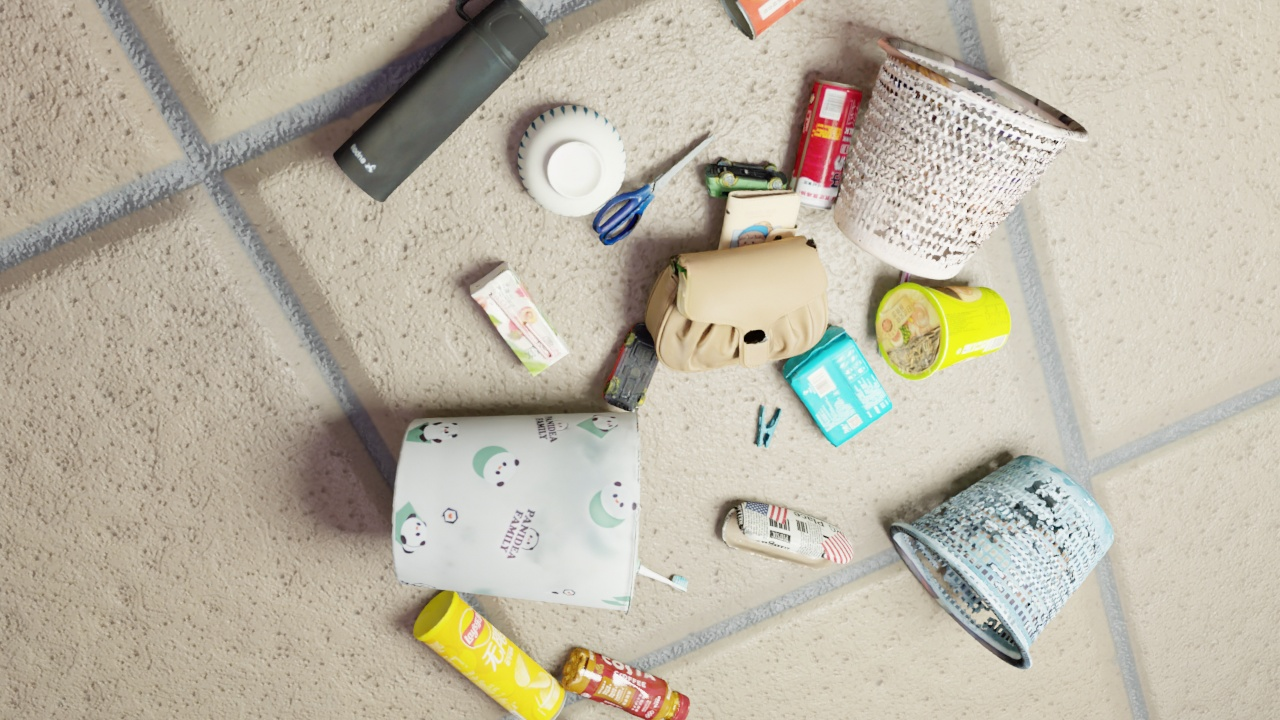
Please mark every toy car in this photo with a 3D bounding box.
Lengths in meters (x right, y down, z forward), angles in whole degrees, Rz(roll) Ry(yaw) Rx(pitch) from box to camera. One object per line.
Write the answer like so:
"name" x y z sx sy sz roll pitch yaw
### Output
"toy car" 0.116 -0.197 1.009 0.091 0.043 0.036 3 125 -1
"toy car" -0.006 0.006 1.074 0.049 0.031 0.106 21 93 -19

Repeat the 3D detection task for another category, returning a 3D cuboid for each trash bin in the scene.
"trash bin" 0.310 -0.201 0.960 0.227 0.227 0.193 16 120 -14
"trash bin" 0.463 0.233 1.147 0.195 0.226 0.226 -39 111 -7
"trash bin" -0.132 0.161 1.022 0.252 0.229 0.230 3 110 -3

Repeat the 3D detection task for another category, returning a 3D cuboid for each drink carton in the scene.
"drink carton" -0.135 -0.045 1.029 0.053 0.045 0.122 -33 112 3

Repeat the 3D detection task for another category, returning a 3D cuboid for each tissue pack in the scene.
"tissue pack" 0.239 0.034 1.110 0.093 0.050 0.133 -35 112 4

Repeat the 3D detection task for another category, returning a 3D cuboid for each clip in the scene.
"clip" 0.156 0.083 1.137 0.039 0.014 0.056 10 107 -11

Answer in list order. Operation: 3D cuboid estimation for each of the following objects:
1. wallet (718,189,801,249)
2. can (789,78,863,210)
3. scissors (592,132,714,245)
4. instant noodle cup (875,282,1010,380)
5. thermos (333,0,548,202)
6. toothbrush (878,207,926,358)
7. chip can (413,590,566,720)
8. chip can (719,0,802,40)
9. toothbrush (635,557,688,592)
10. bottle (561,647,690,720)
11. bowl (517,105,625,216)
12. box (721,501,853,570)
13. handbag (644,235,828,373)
"wallet" 0.131 -0.141 1.023 0.087 0.024 0.115 -2 136 -9
"can" 0.201 -0.235 1.001 0.053 0.053 0.133 7 109 -11
"scissors" 0.020 -0.186 1.012 0.174 0.012 0.108 -29 151 -23
"instant noodle cup" 0.357 -0.041 1.066 0.123 0.112 0.112 -9 113 -27
"thermos" -0.207 -0.275 0.929 0.243 0.068 0.090 -43 78 6
"toothbrush" 0.317 -0.090 1.094 0.017 0.016 0.188 5 109 -21
"chip can" -0.189 0.383 1.167 0.072 0.072 0.213 -40 110 7
"chip can" 0.180 -0.416 0.921 0.217 0.073 0.073 -38 111 6
"toothbrush" -0.034 0.250 1.164 0.224 0.027 0.027 28 63 -17
"bottle" -0.017 0.437 1.221 0.175 0.057 0.057 27 104 -17
"bowl" -0.070 -0.206 0.967 0.116 0.066 0.116 -3 111 -7
"box" 0.189 0.225 1.156 0.162 0.088 0.076 19 89 -12
"handbag" 0.112 -0.057 1.015 0.204 0.099 0.148 -10 133 -10
